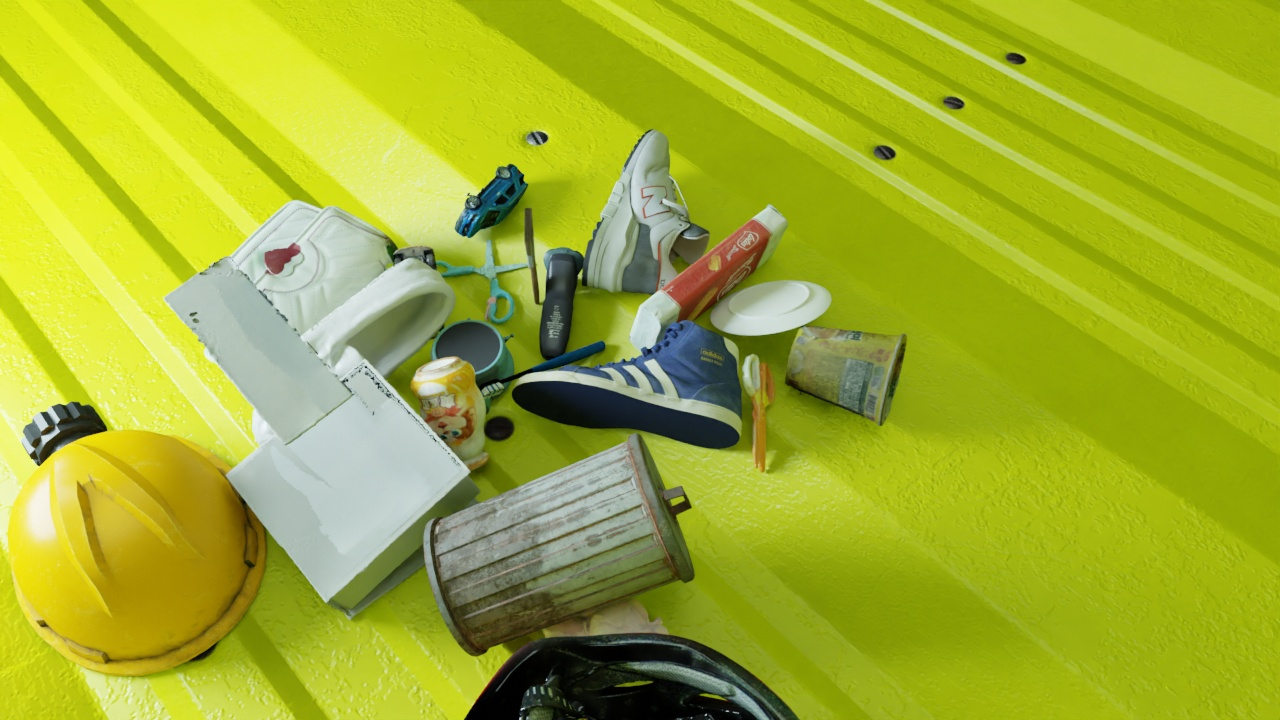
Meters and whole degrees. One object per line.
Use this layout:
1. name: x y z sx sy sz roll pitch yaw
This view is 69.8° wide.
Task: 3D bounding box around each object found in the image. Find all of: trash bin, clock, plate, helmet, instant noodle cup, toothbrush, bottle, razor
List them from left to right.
1. helmet: -0.457 0.137 0.801 0.204 0.132 0.255 -35 62 -26
2. bottle: -0.180 0.053 0.894 0.063 0.108 0.063 -15 16 4
3. clock: -0.185 0.012 0.959 0.090 0.053 0.124 19 56 12
4. toothbrush: -0.099 0.007 0.963 0.167 0.014 0.014 -22 65 -39
5. razor: -0.092 -0.063 1.027 0.047 0.052 0.142 5 57 -2
6. trash bin: -0.059 0.153 0.775 0.211 0.131 0.130 -22 54 2
7. helmet: -0.004 0.312 0.659 0.272 0.167 0.216 2 40 6
8. plate: 0.143 -0.064 1.018 0.134 0.011 0.134 -12 26 6
9. instant noodle cup: 0.215 0.008 0.963 0.108 0.102 0.102 15 53 19

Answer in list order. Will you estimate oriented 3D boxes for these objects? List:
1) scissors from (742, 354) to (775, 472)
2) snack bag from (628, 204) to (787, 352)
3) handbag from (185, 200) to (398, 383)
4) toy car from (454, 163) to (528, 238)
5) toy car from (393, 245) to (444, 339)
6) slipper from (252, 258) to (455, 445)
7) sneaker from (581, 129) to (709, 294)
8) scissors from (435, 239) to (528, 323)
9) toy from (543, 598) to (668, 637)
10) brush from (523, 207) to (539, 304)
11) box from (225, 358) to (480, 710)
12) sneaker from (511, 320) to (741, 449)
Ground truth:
1. scissors: 0.120 0.054 0.943 0.013 0.070 0.130 -13 55 31
2. snack bag: 0.079 -0.091 1.037 0.224 0.078 0.041 -37 74 -27
3. handbag: -0.369 -0.074 0.990 0.142 0.096 0.198 19 52 10
4. toy car: -0.180 -0.193 1.117 0.043 0.056 0.119 38 51 -3
5. toy car: -0.245 -0.070 1.020 0.047 0.047 0.111 -7 75 -11
6. slipper: -0.284 0.001 0.925 0.075 0.112 0.246 23 64 45
7. sneaker: 0.024 -0.165 1.095 0.124 0.089 0.239 20 62 7
8. scissors: -0.191 -0.093 1.068 0.135 0.015 0.135 -3 46 -8
9. toy: -0.028 0.235 0.799 0.110 0.047 0.063 16 51 25
10. brush: -0.117 -0.103 0.994 0.008 0.143 0.045 -2 61 -3
11. box: -0.267 0.202 0.960 0.171 0.405 0.169 -36 65 -26
12. sneaker: -0.004 0.006 0.947 0.233 0.092 0.118 10 57 4
